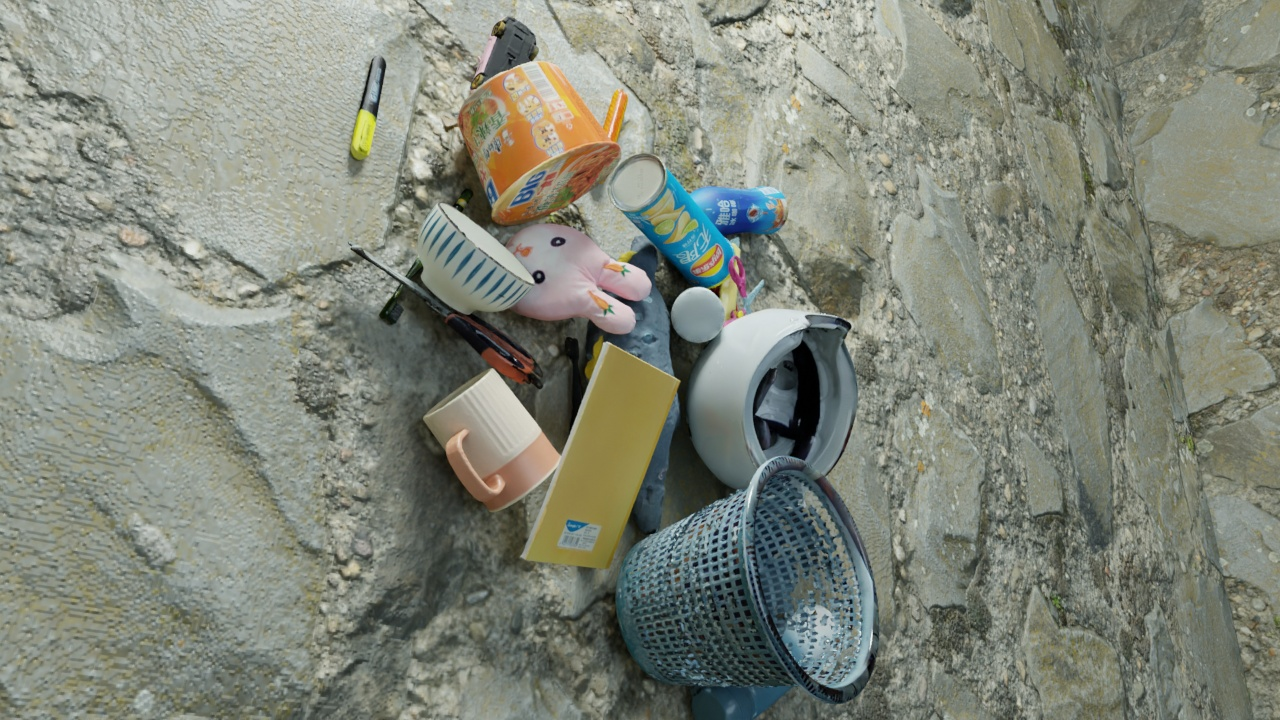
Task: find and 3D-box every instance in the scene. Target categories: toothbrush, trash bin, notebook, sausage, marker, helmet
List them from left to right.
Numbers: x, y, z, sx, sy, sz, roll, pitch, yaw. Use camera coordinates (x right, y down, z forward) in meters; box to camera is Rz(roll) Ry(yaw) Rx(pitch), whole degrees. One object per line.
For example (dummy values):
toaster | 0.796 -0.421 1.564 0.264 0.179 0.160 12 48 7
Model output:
marker | -0.262 -0.248 0.891 0.018 0.015 0.124 26 56 -39
toothbrush | -0.204 -0.105 0.892 0.017 0.012 0.185 47 47 -28
toothbrush | -0.062 0.076 0.945 0.027 0.026 0.212 21 58 -57
notebook | -0.032 0.097 0.872 0.145 0.010 0.206 26 83 -57
sausage | -0.037 -0.274 1.115 0.021 0.022 0.164 33 53 -30
trash bin | 0.092 0.227 0.899 0.226 0.196 0.226 29 49 -41
helmet | 0.140 0.047 1.055 0.258 0.146 0.229 7 96 -57

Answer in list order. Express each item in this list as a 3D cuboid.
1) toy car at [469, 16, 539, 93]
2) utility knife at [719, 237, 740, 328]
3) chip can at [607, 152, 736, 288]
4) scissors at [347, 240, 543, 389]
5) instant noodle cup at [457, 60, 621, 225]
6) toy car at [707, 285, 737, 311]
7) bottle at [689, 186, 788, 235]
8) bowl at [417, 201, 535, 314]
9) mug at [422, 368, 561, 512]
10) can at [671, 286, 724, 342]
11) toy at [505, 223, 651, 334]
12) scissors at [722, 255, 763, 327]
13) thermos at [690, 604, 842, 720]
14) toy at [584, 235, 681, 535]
toy car | -0.153 -0.322 1.014 0.056 0.037 0.122 28 69 -30
utility knife | 0.111 -0.078 1.136 0.031 0.018 0.162 16 79 -37
chip can | 0.042 -0.155 1.054 0.210 0.071 0.071 37 47 -57
scissors | -0.174 -0.039 0.846 0.193 0.015 0.206 45 9 23
instant noodle cup | -0.110 -0.225 0.943 0.151 0.152 0.111 -23 82 -46
toy car | 0.103 -0.066 1.161 0.049 0.031 0.106 0 76 -43
bottle | 0.108 -0.193 1.191 0.218 0.065 0.065 -12 82 -46
bowl | -0.163 -0.086 0.860 0.116 0.066 0.116 41 8 -7
mug | -0.138 0.077 0.822 0.106 0.082 0.114 55 21 -10
can | 0.065 -0.054 1.044 0.058 0.058 0.146 64 5 -4
toy | -0.070 -0.084 0.940 0.159 0.054 0.121 19 57 4
scissors | 0.128 -0.074 1.133 0.133 0.017 0.136 -49 132 -47
thermos | 0.141 0.340 1.008 0.219 0.070 0.070 -18 86 -46
toy | -0.006 0.006 0.994 0.138 0.091 0.355 39 45 -64
